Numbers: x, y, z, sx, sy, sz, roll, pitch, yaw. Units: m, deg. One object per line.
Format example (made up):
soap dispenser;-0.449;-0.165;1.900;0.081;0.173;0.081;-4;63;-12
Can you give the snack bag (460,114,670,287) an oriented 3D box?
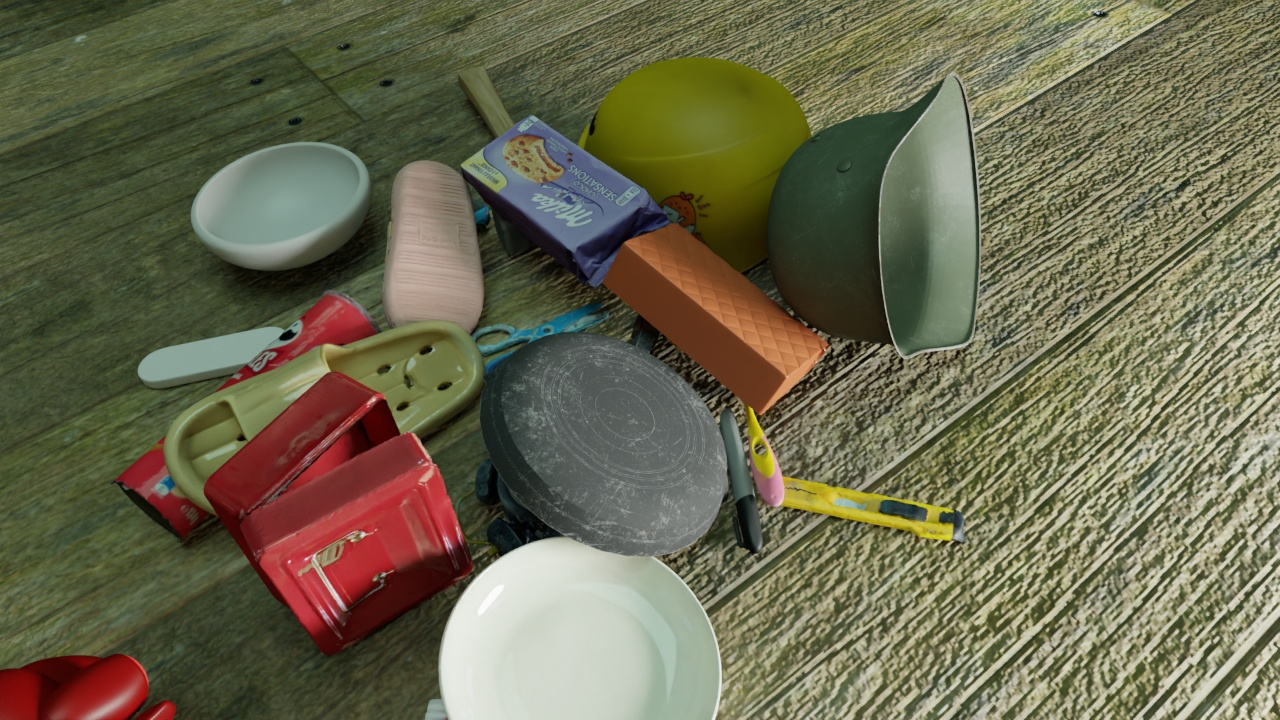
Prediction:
snack bag;-0.074;-0.147;0.851;0.096;0.058;0.205;-39;57;-17

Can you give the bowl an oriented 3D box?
bowl;-0.358;-0.147;0.939;0.176;0.066;0.176;-3;48;3

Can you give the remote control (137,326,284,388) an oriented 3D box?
remote control;-0.393;-0.003;0.849;0.136;0.013;0.043;-12;48;-6

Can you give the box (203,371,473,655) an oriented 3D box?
box;-0.211;0.107;0.638;0.136;0.158;0.122;-32;56;-24

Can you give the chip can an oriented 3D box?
chip can;-0.319;0.041;0.764;0.073;0.073;0.232;23;55;23

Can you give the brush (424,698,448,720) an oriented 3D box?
brush;-0.121;0.225;0.607;0.030;0.041;0.171;-7;44;19

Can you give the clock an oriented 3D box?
clock;-0.078;0.105;0.700;0.129;0.052;0.090;-20;49;-7

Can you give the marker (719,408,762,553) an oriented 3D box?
marker;0.076;0.092;0.722;0.022;0.016;0.138;-24;45;15

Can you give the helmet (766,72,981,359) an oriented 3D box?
helmet;0.191;-0.112;0.781;0.154;0.227;0.266;-1;33;28

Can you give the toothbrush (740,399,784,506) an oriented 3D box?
toothbrush;0.094;0.065;0.737;0.021;0.016;0.135;-13;45;3

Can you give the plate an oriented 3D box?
plate;-0.039;0.202;0.602;0.182;0.034;0.182;6;49;-7

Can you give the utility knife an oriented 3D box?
utility knife;0.167;0.112;0.696;0.156;0.017;0.030;7;40;16

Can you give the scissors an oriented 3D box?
scissors;-0.087;-0.018;0.838;0.140;0.015;0.083;-18;47;-13

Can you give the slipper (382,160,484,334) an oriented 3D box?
slipper;-0.202;-0.094;0.874;0.093;0.082;0.197;9;64;-26

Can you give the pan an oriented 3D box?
pan;-0.004;0.005;0.749;0.207;0.040;0.355;27;40;-8

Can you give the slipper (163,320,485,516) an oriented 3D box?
slipper;-0.231;0.038;0.723;0.260;0.079;0.111;-28;92;-31

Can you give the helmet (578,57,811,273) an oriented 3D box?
helmet;0.059;-0.214;0.879;0.240;0.140;0.208;33;56;7

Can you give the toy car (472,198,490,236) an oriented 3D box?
toy car;-0.200;-0.133;0.937;0.048;0.032;0.105;32;60;28

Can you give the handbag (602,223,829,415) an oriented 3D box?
handbag;0.065;-0.039;0.776;0.172;0.060;0.108;41;37;13

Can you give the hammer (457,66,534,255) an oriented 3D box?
hammer;-0.140;-0.237;1.011;0.117;0.051;0.322;-20;49;-13

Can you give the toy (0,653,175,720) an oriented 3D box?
toy;-0.338;0.259;0.538;0.197;0.121;0.158;13;47;28
